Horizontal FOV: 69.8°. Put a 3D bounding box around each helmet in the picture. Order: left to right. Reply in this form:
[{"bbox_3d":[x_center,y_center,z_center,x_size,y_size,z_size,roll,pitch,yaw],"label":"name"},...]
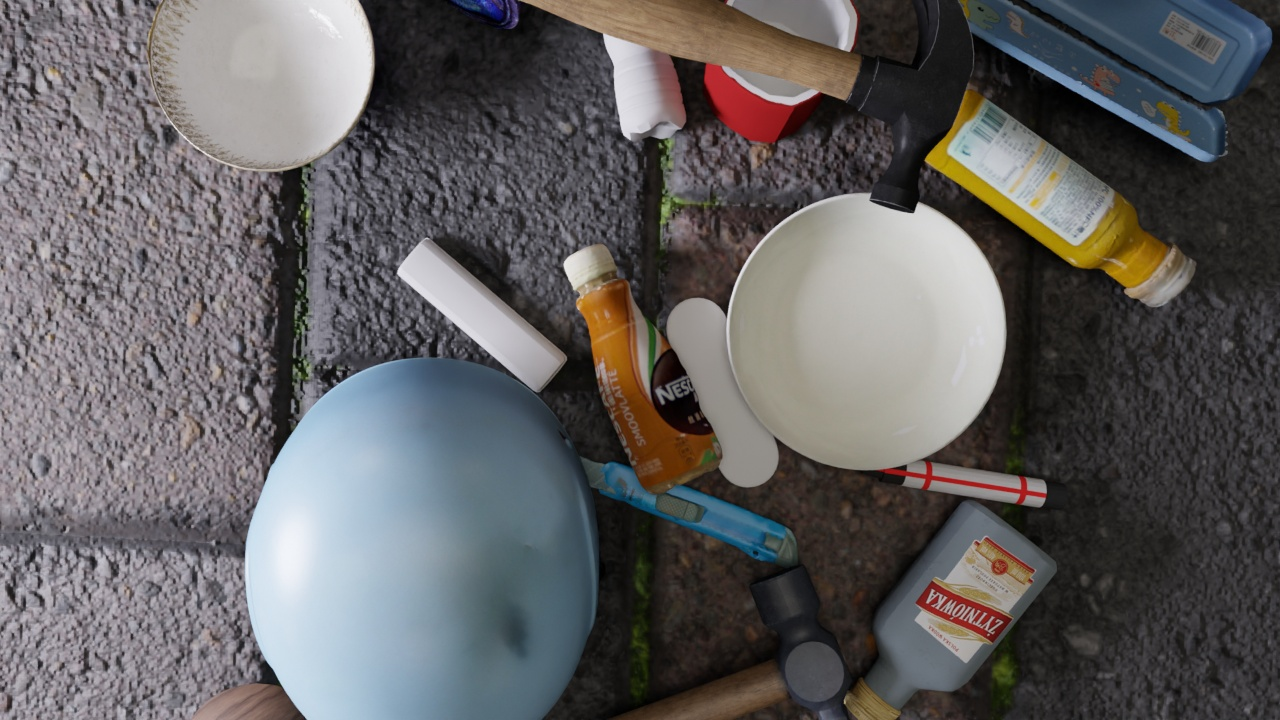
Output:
[{"bbox_3d":[-0.133,0.140,0.564,0.225,0.166,0.266,-7,104,-4],"label":"helmet"}]

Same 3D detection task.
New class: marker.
[{"bbox_3d":[0.214,0.081,0.624,0.145,0.019,0.019,9,91,1],"label":"marker"}]

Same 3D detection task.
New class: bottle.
[{"bbox_3d":[-0.004,0.004,0.609,0.059,0.059,0.167,-25,87,2],"label":"bottle"},{"bbox_3d":[-0.003,-0.217,0.611,0.044,0.044,0.136,-11,91,1],"label":"bottle"},{"bbox_3d":[0.198,0.176,0.613,0.072,0.046,0.161,38,92,0],"label":"bottle"},{"bbox_3d":[0.273,-0.103,0.602,0.186,0.053,0.053,35,92,0],"label":"bottle"}]

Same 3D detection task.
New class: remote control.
[{"bbox_3d":[-0.110,-0.031,0.633,0.131,0.012,0.033,40,92,1],"label":"remote control"},{"bbox_3d":[0.056,0.022,0.630,0.043,0.013,0.136,-22,91,2],"label":"remote control"}]

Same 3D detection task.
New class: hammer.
[{"bbox_3d":[-0.014,0.255,0.616,0.322,0.040,0.129,-23,79,7],"label":"hammer"},{"bbox_3d":[0.032,-0.191,0.510,0.305,0.040,0.132,17,97,-4],"label":"hammer"}]

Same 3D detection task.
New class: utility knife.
[{"bbox_3d":[0.018,0.099,0.633,0.198,0.015,0.031,20,90,2],"label":"utility knife"}]

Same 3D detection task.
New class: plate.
[{"bbox_3d":[0.148,-0.019,0.616,0.182,0.034,0.182,0,91,1],"label":"plate"}]

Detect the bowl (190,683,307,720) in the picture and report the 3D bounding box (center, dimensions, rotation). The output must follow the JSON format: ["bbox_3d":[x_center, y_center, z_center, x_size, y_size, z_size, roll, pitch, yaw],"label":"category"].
[{"bbox_3d":[-0.270,0.288,0.634,0.119,0.032,0.119,0,91,1],"label":"bowl"}]

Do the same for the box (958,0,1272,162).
[{"bbox_3d":[0.304,-0.219,0.608,0.209,0.039,0.126,30,76,1],"label":"box"}]

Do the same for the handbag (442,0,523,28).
[{"bbox_3d":[-0.108,-0.339,0.569,0.222,0.125,0.205,20,92,-7],"label":"handbag"}]

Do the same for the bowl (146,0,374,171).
[{"bbox_3d":[-0.239,-0.192,0.608,0.145,0.063,0.145,0,90,1],"label":"bowl"}]

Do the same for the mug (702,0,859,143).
[{"bbox_3d":[0.095,-0.205,0.582,0.080,0.096,0.116,35,92,0],"label":"mug"}]
